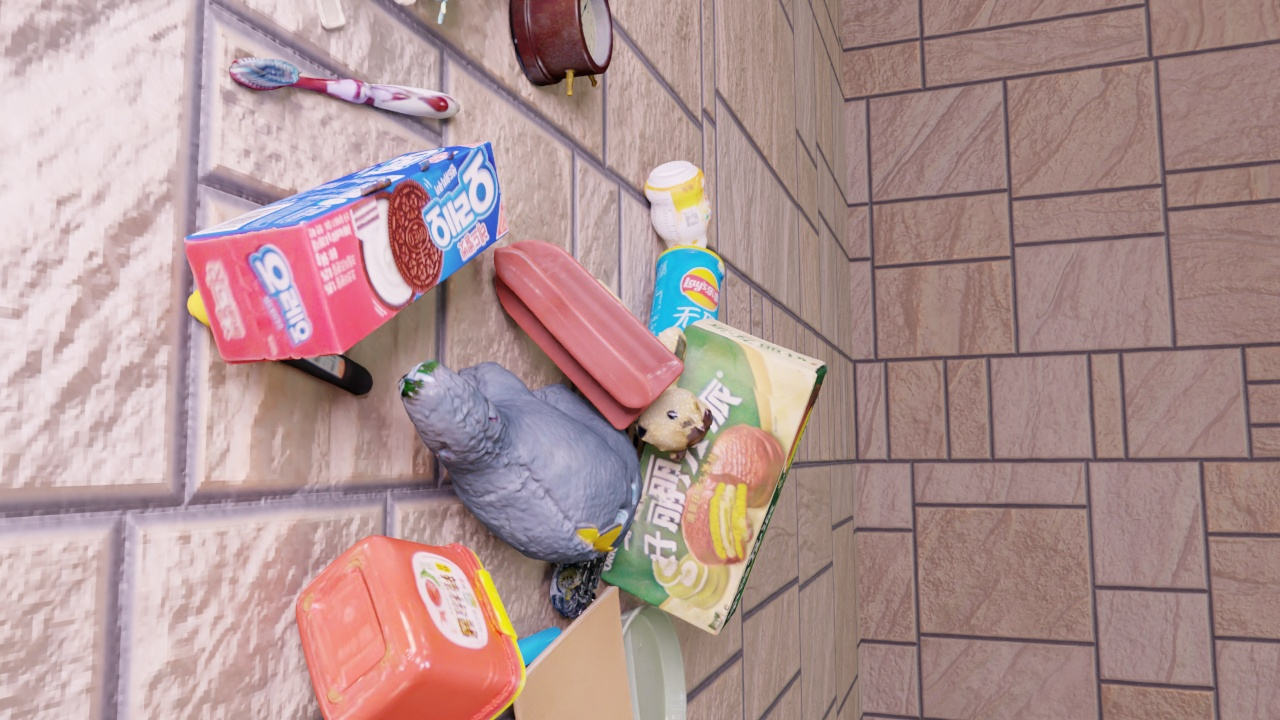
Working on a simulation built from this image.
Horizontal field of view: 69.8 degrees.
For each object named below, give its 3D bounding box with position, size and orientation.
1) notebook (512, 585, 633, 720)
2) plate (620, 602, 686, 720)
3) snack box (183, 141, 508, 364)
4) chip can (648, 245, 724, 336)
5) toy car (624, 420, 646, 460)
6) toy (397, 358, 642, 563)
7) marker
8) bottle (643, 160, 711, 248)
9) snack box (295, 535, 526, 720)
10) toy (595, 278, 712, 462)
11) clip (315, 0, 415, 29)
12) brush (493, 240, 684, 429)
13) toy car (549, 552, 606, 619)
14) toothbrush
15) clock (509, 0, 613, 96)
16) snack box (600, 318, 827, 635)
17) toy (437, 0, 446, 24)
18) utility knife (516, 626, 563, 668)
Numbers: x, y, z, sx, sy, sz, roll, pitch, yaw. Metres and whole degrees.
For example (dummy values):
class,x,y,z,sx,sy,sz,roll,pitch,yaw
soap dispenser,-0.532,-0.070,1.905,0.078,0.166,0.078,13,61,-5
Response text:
class,x,y,z,sx,sy,sz,roll,pitch,yaw
notebook,-0.040,0.293,0.666,0.149,0.012,0.211,-28,114,-63
plate,-0.004,0.330,0.809,0.230,0.027,0.230,-1,90,-70
snack box,-0.126,-0.063,0.445,0.207,0.057,0.058,-62,145,-65
chip can,0.039,-0.011,0.893,0.071,0.071,0.209,62,30,-51
toy car,-0.010,0.046,0.804,0.035,0.042,0.090,53,39,-55
toy,-0.056,0.065,0.600,0.356,0.091,0.137,23,48,-74
marker,-0.162,-0.006,0.427,0.124,0.015,0.018,47,43,-65
bottle,0.042,-0.147,0.943,0.063,0.063,0.108,-67,149,-50
snack box,-0.112,0.134,0.434,0.080,0.082,0.091,38,14,-52
toy,-0.004,0.004,0.706,0.066,0.157,0.105,-22,155,-36
clip,-0.150,-0.218,0.449,0.034,0.070,0.100,-59,134,-59
brush,-0.042,-0.025,0.617,0.146,0.063,0.069,46,8,4
toy car,-0.045,0.146,0.708,0.049,0.031,0.105,69,32,-50
toothbrush,-0.144,-0.143,0.488,0.187,0.017,0.016,-26,113,-68
clock,-0.059,-0.262,0.681,0.081,0.055,0.122,-52,138,-61
snack box,0.060,0.095,0.766,0.063,0.114,0.240,-16,127,-68
toy,-0.120,-0.274,0.523,0.161,0.050,0.156,-72,151,-71
utility knife,-0.082,0.205,0.618,0.160,0.018,0.034,12,76,-71
